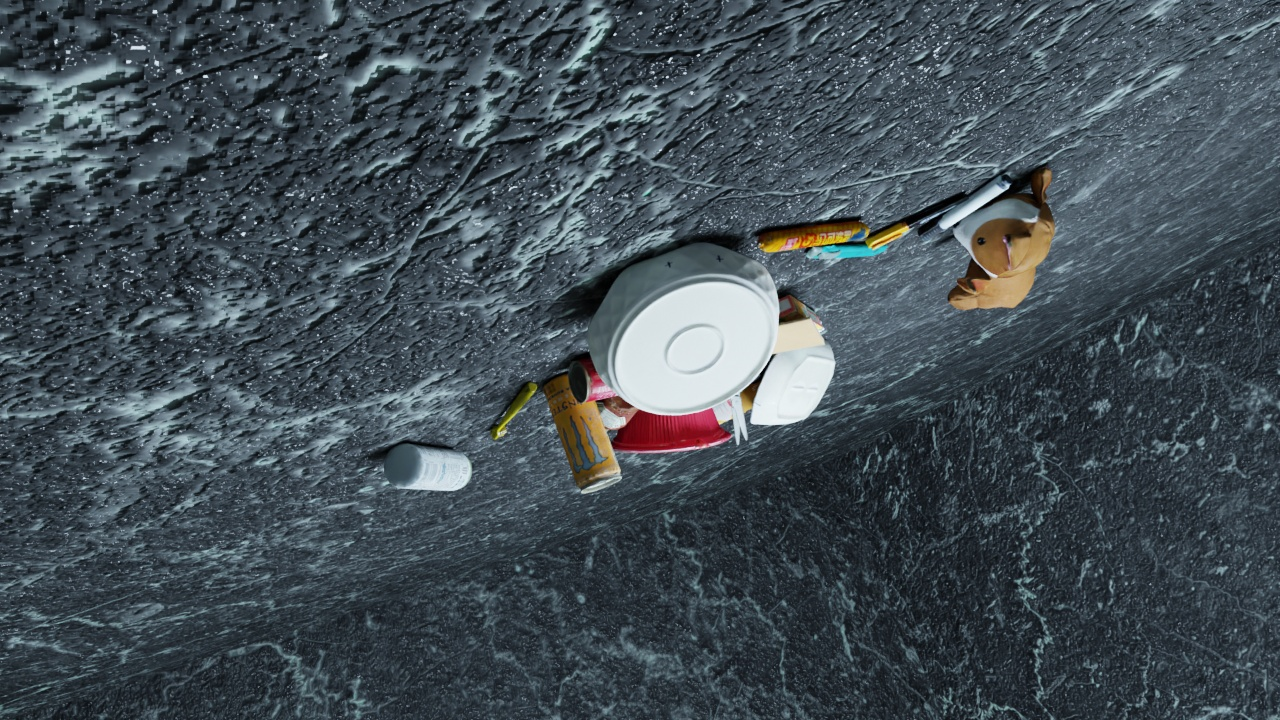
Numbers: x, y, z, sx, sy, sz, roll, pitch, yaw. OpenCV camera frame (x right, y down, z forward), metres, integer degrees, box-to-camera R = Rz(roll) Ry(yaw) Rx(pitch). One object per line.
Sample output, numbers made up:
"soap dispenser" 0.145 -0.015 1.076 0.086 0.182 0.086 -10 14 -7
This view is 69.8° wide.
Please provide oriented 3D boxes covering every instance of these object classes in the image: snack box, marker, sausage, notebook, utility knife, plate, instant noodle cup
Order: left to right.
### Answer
"instant noodle cup" 0.041 0.095 1.410 0.194 0.066 0.194 -6 -176 0
"plate" 0.050 -0.022 0.936 0.204 0.045 0.205 -9 131 -11
"notebook" 0.133 -0.020 1.232 0.212 0.012 0.149 -12 167 16
"snack box" 0.193 -0.051 1.256 0.077 0.027 0.155 -25 165 20
"plate" 0.253 0.039 1.468 0.265 0.034 0.162 10 108 -64
"sausage" 0.184 -0.131 0.967 0.164 0.021 0.022 -12 163 -32
"utility knife" 0.243 -0.128 1.077 0.151 0.012 0.029 -8 163 -41
"marker" 0.320 -0.161 1.062 0.124 0.015 0.018 -26 169 11
"marker" 0.379 -0.178 1.078 0.022 0.018 0.131 0 157 -32

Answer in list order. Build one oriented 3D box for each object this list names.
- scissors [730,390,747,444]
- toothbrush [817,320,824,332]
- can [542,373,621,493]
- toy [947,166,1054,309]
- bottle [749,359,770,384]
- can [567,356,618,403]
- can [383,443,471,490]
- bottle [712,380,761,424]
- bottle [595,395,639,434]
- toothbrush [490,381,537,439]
"scissors" 0.150 0.049 1.373 0.125 0.012 0.173 -46 127 -2
"toothbrush" 0.198 -0.021 1.349 0.179 0.016 0.016 -22 172 -23
"can" -0.074 0.090 1.156 0.058 0.146 0.058 -20 166 -5
"toy" 0.445 -0.144 1.136 0.130 0.140 0.200 20 166 8
"bottle" 0.100 0.029 1.387 0.194 0.044 0.080 -14 162 -23
"can" -0.019 0.014 1.139 0.132 0.053 0.053 -12 163 -28
"can" -0.285 0.146 1.240 0.058 0.058 0.146 -24 165 11
"bottle" 0.151 0.058 1.510 0.190 0.068 0.068 -26 165 14
"bottle" -0.041 0.073 1.319 0.059 0.059 0.206 -17 167 -17
"toothbrush" -0.167 0.067 1.208 0.016 0.015 0.191 -18 166 -29
